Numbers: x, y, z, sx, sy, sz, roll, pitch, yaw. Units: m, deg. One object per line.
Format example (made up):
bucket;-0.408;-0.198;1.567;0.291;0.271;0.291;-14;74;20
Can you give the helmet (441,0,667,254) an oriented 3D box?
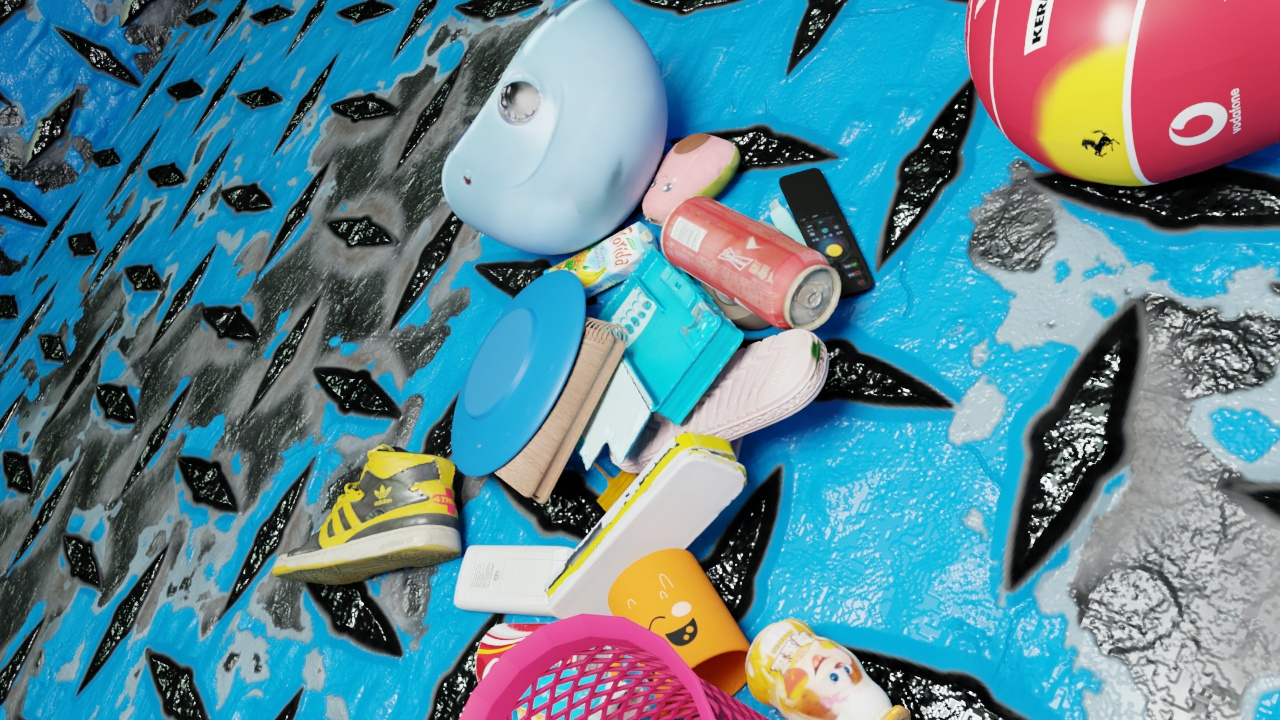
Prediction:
helmet;-0.064;-0.222;0.928;0.167;0.225;0.266;34;109;10

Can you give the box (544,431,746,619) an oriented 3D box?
box;0.000;0.139;0.716;0.210;0.065;0.044;-51;43;29

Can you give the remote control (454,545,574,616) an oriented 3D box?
remote control;-0.114;0.199;0.834;0.139;0.025;0.060;-8;60;37

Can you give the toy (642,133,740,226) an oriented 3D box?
toy;0.048;-0.177;0.917;0.110;0.051;0.090;-54;41;0

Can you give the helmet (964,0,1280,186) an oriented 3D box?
helmet;0.347;-0.248;0.629;0.225;0.197;0.270;15;66;42

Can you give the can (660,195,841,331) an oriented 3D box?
can;0.087;-0.082;0.759;0.067;0.067;0.170;-52;44;0

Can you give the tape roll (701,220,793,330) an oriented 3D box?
tape roll;0.100;-0.076;0.818;0.094;0.030;0.093;-21;58;39

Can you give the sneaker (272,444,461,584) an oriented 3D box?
sneaker;-0.283;0.158;0.945;0.239;0.086;0.122;-15;62;26

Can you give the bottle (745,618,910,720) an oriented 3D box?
bottle;0.124;0.220;0.611;0.109;0.063;0.063;23;79;43

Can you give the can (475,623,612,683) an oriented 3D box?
can;-0.079;0.248;0.750;0.105;0.064;0.064;-11;58;33

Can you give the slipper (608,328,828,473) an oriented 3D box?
slipper;0.065;0.048;0.751;0.240;0.064;0.094;-26;34;44

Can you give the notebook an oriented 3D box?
notebook;-0.100;0.030;0.880;0.211;0.022;0.169;18;80;60

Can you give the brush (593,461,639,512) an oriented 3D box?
brush;-0.011;0.121;0.806;0.048;0.017;0.126;-50;46;2

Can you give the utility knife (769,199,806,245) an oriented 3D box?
utility knife;0.139;-0.111;0.831;0.022;0.015;0.120;-21;50;2

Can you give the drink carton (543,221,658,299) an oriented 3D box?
drink carton;-0.039;-0.097;0.942;0.129;0.038;0.044;-24;61;25

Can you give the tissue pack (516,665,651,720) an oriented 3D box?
tissue pack;-0.036;0.294;0.661;0.093;0.061;0.144;-1;103;37

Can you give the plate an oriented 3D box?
plate;-0.132;0.005;0.901;0.225;0.024;0.223;-38;36;35

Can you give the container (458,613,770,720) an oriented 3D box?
container;0.024;0.270;0.544;0.184;0.225;0.182;-19;54;28

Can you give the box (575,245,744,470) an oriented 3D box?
box;-0.007;0.004;0.812;0.182;0.039;0.226;-55;24;11

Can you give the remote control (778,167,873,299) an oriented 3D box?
remote control;0.162;-0.113;0.810;0.041;0.020;0.151;-15;53;1

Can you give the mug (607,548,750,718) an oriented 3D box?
mug;0.019;0.215;0.689;0.113;0.077;0.096;-51;45;16
